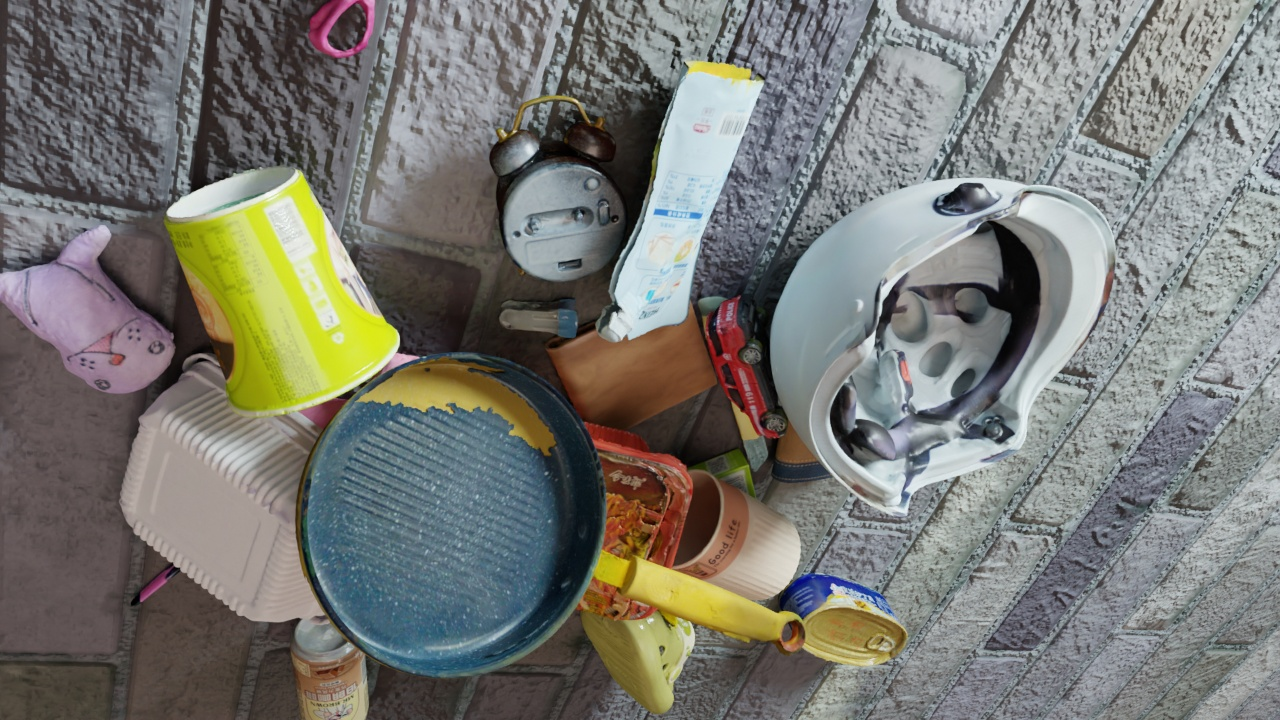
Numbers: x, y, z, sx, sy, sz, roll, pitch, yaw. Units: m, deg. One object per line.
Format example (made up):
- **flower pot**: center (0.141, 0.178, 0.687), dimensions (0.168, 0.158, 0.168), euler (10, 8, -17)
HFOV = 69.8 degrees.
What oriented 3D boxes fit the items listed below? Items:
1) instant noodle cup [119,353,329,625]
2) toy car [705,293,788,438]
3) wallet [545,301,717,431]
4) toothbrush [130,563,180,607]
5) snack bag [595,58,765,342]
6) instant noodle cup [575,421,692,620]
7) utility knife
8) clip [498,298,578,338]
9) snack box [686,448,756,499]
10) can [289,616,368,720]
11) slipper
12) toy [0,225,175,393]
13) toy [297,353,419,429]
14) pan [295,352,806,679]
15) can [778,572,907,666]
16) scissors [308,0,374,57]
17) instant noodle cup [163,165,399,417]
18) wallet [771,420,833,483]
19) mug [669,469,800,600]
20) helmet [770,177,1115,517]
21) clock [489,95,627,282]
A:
- **instant noodle cup**: center (-0.264, 0.093, 0.599), dimensions (0.173, 0.060, 0.138), euler (33, 114, 14)
- **toy car**: center (0.084, 0.007, 0.703), dimensions (0.045, 0.052, 0.120), euler (-11, 123, 24)
- **wallet**: center (-0.004, 0.004, 0.710), dimensions (0.115, 0.020, 0.101), euler (-24, 127, -4)
- **toothbrush**: center (-0.324, 0.135, 0.702), dimensions (0.189, 0.014, 0.018), euler (-39, 136, 11)
- **snack bag**: center (0.025, -0.098, 0.605), dimensions (0.039, 0.110, 0.191), euler (27, 117, 16)
- **instant noodle cup**: center (-0.059, 0.112, 0.709), dimensions (0.189, 0.079, 0.165), euler (14, 121, -1)
- **utility knife**: center (0.081, 0.023, 0.748), dimensions (0.031, 0.020, 0.188), euler (-24, 120, -6)
- **clip**: center (-0.074, -0.032, 0.663), dimensions (0.058, 0.045, 0.027), euler (0, 125, -11)
- **snack box**: center (0.027, 0.141, 0.811), dimensions (0.156, 0.026, 0.086), euler (-21, 128, -3)
- **can**: center (-0.265, 0.270, 0.787), dimensions (0.058, 0.058, 0.116), euler (-3, 125, -16)
- **slipper**: center (0.003, 0.261, 0.861), dimensions (0.081, 0.092, 0.191), euler (-44, 145, -26)
- **toy**: center (-0.337, -0.025, 0.568), dimensions (0.084, 0.039, 0.108), euler (-30, 127, -7)
- **toy**: center (-0.198, 0.068, 0.639), dimensions (0.178, 0.074, 0.195), euler (40, 115, -5)
- **pan**: center (-0.043, 0.126, 0.597), dimensions (0.357, 0.078, 0.197), euler (28, 71, -27)
- **can**: center (0.209, 0.268, 0.946), dimensions (0.148, 0.049, 0.075), euler (25, 114, -31)
- **scissors**: center (-0.147, -0.222, 0.506), dimensions (0.133, 0.017, 0.131), euler (2, 121, -24)
- **instant noodle cup**: center (-0.221, -0.047, 0.555), dimensions (0.111, 0.111, 0.123), euler (-18, 119, -5)
- **wallet**: center (0.160, 0.050, 0.788), dimensions (0.090, 0.033, 0.115), euler (-7, 125, -16)
- **mug**: center (0.060, 0.157, 0.765), dimensions (0.106, 0.081, 0.115), euler (30, 115, -35)
- **helmet**: center (0.199, -0.030, 0.671), dimensions (0.258, 0.146, 0.229), euler (-36, 130, -12)
- **clock**: center (-0.054, -0.109, 0.590), dimensions (0.082, 0.055, 0.122), euler (-10, 126, -10)
